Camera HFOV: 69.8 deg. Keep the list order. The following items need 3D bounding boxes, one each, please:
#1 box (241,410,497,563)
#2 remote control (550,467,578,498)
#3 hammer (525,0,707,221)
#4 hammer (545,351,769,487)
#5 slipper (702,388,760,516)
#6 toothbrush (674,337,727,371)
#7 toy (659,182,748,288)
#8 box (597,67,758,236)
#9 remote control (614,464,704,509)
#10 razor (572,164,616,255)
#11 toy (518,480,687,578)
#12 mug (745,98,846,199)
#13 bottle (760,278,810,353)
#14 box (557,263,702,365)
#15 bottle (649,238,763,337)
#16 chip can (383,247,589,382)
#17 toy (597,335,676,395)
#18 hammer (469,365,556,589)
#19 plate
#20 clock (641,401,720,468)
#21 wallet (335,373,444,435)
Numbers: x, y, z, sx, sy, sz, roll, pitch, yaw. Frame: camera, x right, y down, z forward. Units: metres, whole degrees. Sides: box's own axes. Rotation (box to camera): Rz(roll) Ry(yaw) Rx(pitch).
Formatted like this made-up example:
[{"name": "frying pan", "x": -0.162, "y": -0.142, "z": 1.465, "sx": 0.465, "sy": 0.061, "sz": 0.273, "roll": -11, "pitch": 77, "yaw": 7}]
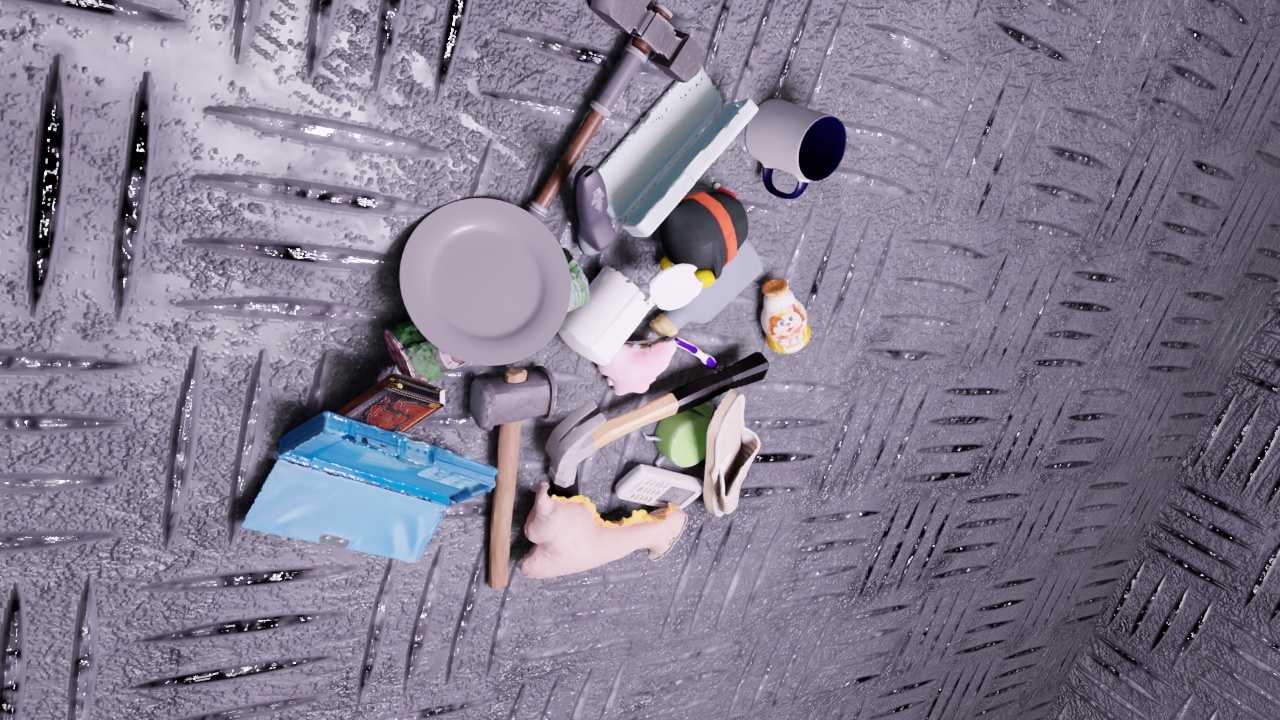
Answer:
[{"name": "box", "x": -0.296, "y": 0.138, "z": 1.018, "sx": 0.173, "sy": 0.066, "sz": 0.231, "roll": -44, "pitch": 137, "yaw": 18}, {"name": "remote control", "x": -0.101, "y": 0.206, "z": 1.230, "sx": 0.034, "sy": 0.013, "sz": 0.150, "roll": -17, "pitch": 125, "yaw": -28}, {"name": "hammer", "x": -0.064, "y": -0.238, "z": 0.988, "sx": 0.156, "sy": 0.043, "sz": 0.322, "roll": 27, "pitch": 100, "yaw": -43}, {"name": "hammer", "x": 0.029, "y": 0.061, "z": 1.190, "sx": 0.327, "sy": 0.039, "sz": 0.131, "roll": -22, "pitch": 152, "yaw": -26}, {"name": "slipper", "x": 0.128, "y": 0.140, "z": 1.284, "sx": 0.114, "sy": 0.052, "sz": 0.263, "roll": -56, "pitch": 157, "yaw": -30}, {"name": "toothbrush", "x": 0.090, "y": -0.001, "z": 1.231, "sx": 0.016, "sy": 0.015, "sz": 0.186, "roll": -57, "pitch": 146, "yaw": 1}, {"name": "toy", "x": 0.083, "y": -0.158, "z": 1.105, "sx": 0.119, "sy": 0.097, "sz": 0.100, "roll": -32, "pitch": 126, "yaw": -22}, {"name": "box", "x": 0.028, "y": -0.243, "z": 1.042, "sx": 0.096, "sy": 0.086, "sz": 0.198, "roll": 43, "pitch": 84, "yaw": -16}, {"name": "remote control", "x": 0.028, "y": 0.179, "z": 1.293, "sx": 0.138, "sy": 0.025, "sz": 0.060, "roll": 20, "pitch": 126, "yaw": -42}, {"name": "razor", "x": -0.052, "y": -0.164, "z": 0.997, "sx": 0.047, "sy": 0.052, "sz": 0.143, "roll": -43, "pitch": 165, "yaw": -15}, {"name": "toy", "x": -0.038, "y": 0.217, "z": 1.226, "sx": 0.263, "sy": 0.065, "sz": 0.196, "roll": -9, "pitch": 127, "yaw": -32}, {"name": "mug", "x": 0.185, "y": -0.254, "z": 1.123, "sx": 0.078, "sy": 0.097, "sz": 0.112, "roll": -3, "pitch": 117, "yaw": -36}, {"name": "bottle", "x": 0.196, "y": -0.062, "z": 1.267, "sx": 0.063, "sy": 0.063, "sz": 0.108, "roll": -37, "pitch": 131, "yaw": -15}, {"name": "box", "x": -0.012, "y": -0.063, "z": 1.072, "sx": 0.160, "sy": 0.119, "sz": 0.084, "roll": -53, "pitch": 136, "yaw": -3}, {"name": "bottle", "x": 0.081, "y": -0.089, "z": 1.173, "sx": 0.161, "sy": 0.046, "sz": 0.072, "roll": -43, "pitch": 133, "yaw": -5}, {"name": "chip can", "x": -0.161, "y": -0.048, "z": 0.997, "sx": 0.222, "sy": 0.075, "sz": 0.075, "roll": -29, "pitch": 129, "yaw": -21}, {"name": "toy", "x": -0.007, "y": 0.007, "z": 1.157, "sx": 0.102, "sy": 0.050, "sz": 0.093, "roll": -4, "pitch": 136, "yaw": -9}, {"name": "hammer", "x": -0.167, "y": 0.154, "z": 1.133, "sx": 0.097, "sy": 0.052, "sz": 0.329, "roll": -10, "pitch": 124, "yaw": -33}, {"name": "plate", "x": -0.160, "y": -0.082, "z": 0.955, "sx": 0.178, "sy": 0.012, "sz": 0.178, "roll": 4, "pitch": 78, "yaw": -19}, {"name": "clock", "x": 0.069, "y": 0.101, "z": 1.279, "sx": 0.119, "sy": 0.042, "sz": 0.094, "roll": -37, "pitch": 133, "yaw": -16}, {"name": "wallet", "x": -0.267, "y": 0.053, "z": 0.961, "sx": 0.123, "sy": 0.019, "sz": 0.072, "roll": -30, "pitch": 144, "yaw": 35}]
